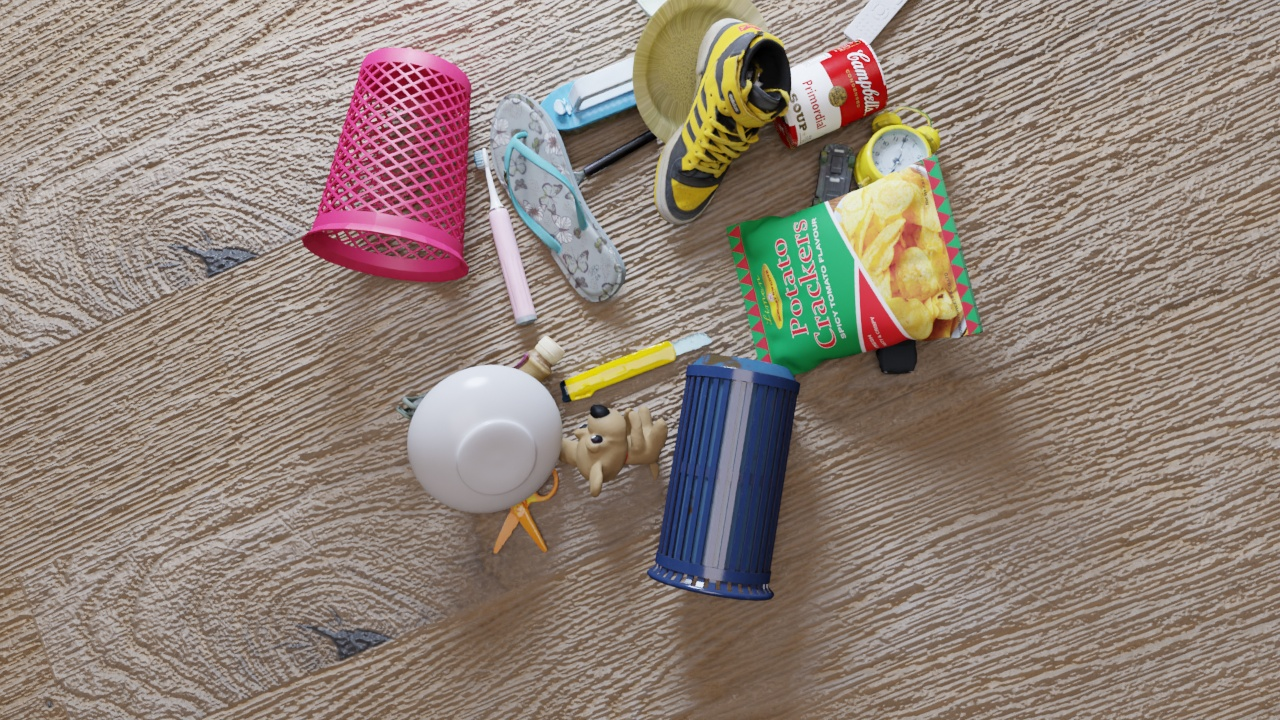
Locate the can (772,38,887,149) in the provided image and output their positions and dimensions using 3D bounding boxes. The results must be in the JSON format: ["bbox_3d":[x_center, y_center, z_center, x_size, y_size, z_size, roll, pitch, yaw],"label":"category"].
[{"bbox_3d":[0.212,-0.307,1.060,0.116,0.086,0.086,-23,85,2],"label":"can"}]

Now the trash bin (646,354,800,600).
[{"bbox_3d":[0.097,0.125,1.017,0.139,0.139,0.249,9,85,5],"label":"trash bin"}]

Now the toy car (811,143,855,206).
[{"bbox_3d":[0.226,-0.208,1.077,0.042,0.036,0.091,7,86,4],"label":"toy car"}]

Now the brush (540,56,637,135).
[{"bbox_3d":[-0.060,-0.311,1.086,0.136,0.075,0.055,-21,84,2],"label":"brush"}]

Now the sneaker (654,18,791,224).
[{"bbox_3d":[0.095,-0.256,1.023,0.086,0.122,0.239,9,107,-27],"label":"sneaker"}]

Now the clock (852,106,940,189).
[{"bbox_3d":[0.298,-0.239,1.065,0.083,0.057,0.118,23,80,5],"label":"clock"}]

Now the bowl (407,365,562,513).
[{"bbox_3d":[-0.166,0.097,1.020,0.176,0.066,0.177,-7,111,-19],"label":"bowl"}]

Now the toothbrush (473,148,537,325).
[{"bbox_3d":[-0.165,-0.151,1.109,0.026,0.027,0.222,-16,85,3],"label":"toothbrush"}]

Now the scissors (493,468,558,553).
[{"bbox_3d":[-0.150,0.171,1.094,0.128,0.011,0.125,28,87,7],"label":"scissors"}]

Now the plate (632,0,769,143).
[{"bbox_3d":[0.066,-0.339,1.067,0.184,0.036,0.185,-11,118,-23],"label":"plate"}]

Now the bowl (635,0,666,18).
[{"bbox_3d":[0.046,-0.447,1.094,0.117,0.061,0.117,0,87,4],"label":"bowl"}]

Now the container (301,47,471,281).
[{"bbox_3d":[-0.274,-0.226,1.057,0.183,0.183,0.225,6,79,5],"label":"container"}]

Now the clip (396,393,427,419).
[{"bbox_3d":[-0.269,0.063,1.080,0.023,0.078,0.051,33,104,6],"label":"clip"}]

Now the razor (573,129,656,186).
[{"bbox_3d":[-0.044,-0.239,1.107,0.144,0.022,0.043,-31,86,2],"label":"razor"}]

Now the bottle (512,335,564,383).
[{"bbox_3d":[-0.154,0.042,1.079,0.059,0.059,0.166,41,90,6],"label":"bottle"}]

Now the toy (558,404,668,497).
[{"bbox_3d":[-0.027,0.098,1.054,0.108,0.134,0.106,-9,109,-22],"label":"toy"}]

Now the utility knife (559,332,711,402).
[{"bbox_3d":[-0.006,0.006,1.090,0.191,0.018,0.030,-21,90,6],"label":"utility knife"}]

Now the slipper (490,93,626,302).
[{"bbox_3d":[-0.113,-0.186,1.081,0.098,0.054,0.269,-28,90,32],"label":"slipper"}]

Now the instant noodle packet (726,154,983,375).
[{"bbox_3d":[0.231,-0.094,1.030,0.253,0.090,0.195,-16,85,30],"label":"instant noodle packet"}]

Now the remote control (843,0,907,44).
[{"bbox_3d":[0.297,-0.430,1.098,0.033,0.012,0.131,41,90,3],"label":"remote control"}]

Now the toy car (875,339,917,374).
[{"bbox_3d":[0.296,-0.041,1.062,0.046,0.034,0.112,-1,86,4],"label":"toy car"}]
